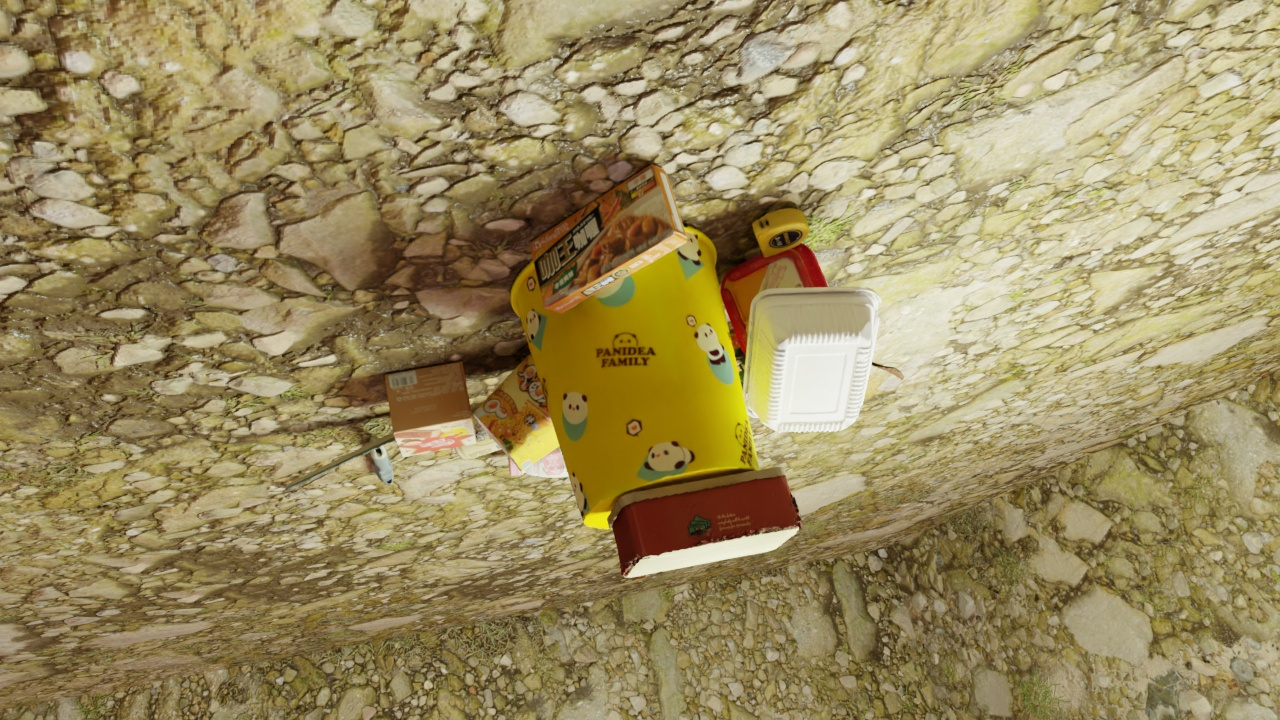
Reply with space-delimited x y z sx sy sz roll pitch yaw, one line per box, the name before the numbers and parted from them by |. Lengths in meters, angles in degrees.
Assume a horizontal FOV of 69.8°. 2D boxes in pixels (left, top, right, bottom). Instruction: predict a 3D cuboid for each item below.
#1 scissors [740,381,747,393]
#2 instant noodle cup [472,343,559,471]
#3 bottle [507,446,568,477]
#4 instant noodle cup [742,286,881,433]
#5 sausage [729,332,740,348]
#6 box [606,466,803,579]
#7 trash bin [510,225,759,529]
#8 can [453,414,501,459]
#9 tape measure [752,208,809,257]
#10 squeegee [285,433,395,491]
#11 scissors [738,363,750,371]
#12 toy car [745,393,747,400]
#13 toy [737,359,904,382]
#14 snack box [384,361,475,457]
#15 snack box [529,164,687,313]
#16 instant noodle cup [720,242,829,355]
scissors | 0.095 0.020 1.132 0.224 0.021 0.221 31 -179 -21
instant noodle cup | -0.125 0.059 1.101 0.123 0.116 0.116 -41 162 -12
bottle | -0.109 0.149 1.443 0.197 0.068 0.068 -6 157 -10
instant noodle cup | 0.183 0.009 0.971 0.138 0.060 0.174 -1 130 -1
sausage | 0.163 -0.035 1.220 0.165 0.021 0.021 -12 158 -7
box | 0.062 0.162 0.869 0.168 0.079 0.091 -7 156 -17
trash bin | 0.002 0.024 0.950 0.229 0.255 0.230 -13 158 -6
can | -0.197 0.093 1.254 0.116 0.058 0.058 -18 158 9
tape measure | 0.145 -0.137 0.953 0.057 0.029 0.060 -18 158 12
squeegee | -0.361 0.132 1.276 0.246 0.039 0.247 -26 168 -19
scissors | 0.169 0.033 1.103 0.206 0.015 0.195 10 165 -16
toy car | 0.162 0.038 1.367 0.122 0.037 0.056 -2 143 -33
toy | 0.214 0.010 1.215 0.226 0.090 0.247 3 171 -29
snack box | -0.253 0.061 1.114 0.092 0.077 0.094 -10 158 -11
snack box | -0.032 -0.109 0.844 0.154 0.075 0.026 -27 156 28
instant noodle cup | 0.170 -0.063 1.053 0.117 0.116 0.124 -25 167 24
